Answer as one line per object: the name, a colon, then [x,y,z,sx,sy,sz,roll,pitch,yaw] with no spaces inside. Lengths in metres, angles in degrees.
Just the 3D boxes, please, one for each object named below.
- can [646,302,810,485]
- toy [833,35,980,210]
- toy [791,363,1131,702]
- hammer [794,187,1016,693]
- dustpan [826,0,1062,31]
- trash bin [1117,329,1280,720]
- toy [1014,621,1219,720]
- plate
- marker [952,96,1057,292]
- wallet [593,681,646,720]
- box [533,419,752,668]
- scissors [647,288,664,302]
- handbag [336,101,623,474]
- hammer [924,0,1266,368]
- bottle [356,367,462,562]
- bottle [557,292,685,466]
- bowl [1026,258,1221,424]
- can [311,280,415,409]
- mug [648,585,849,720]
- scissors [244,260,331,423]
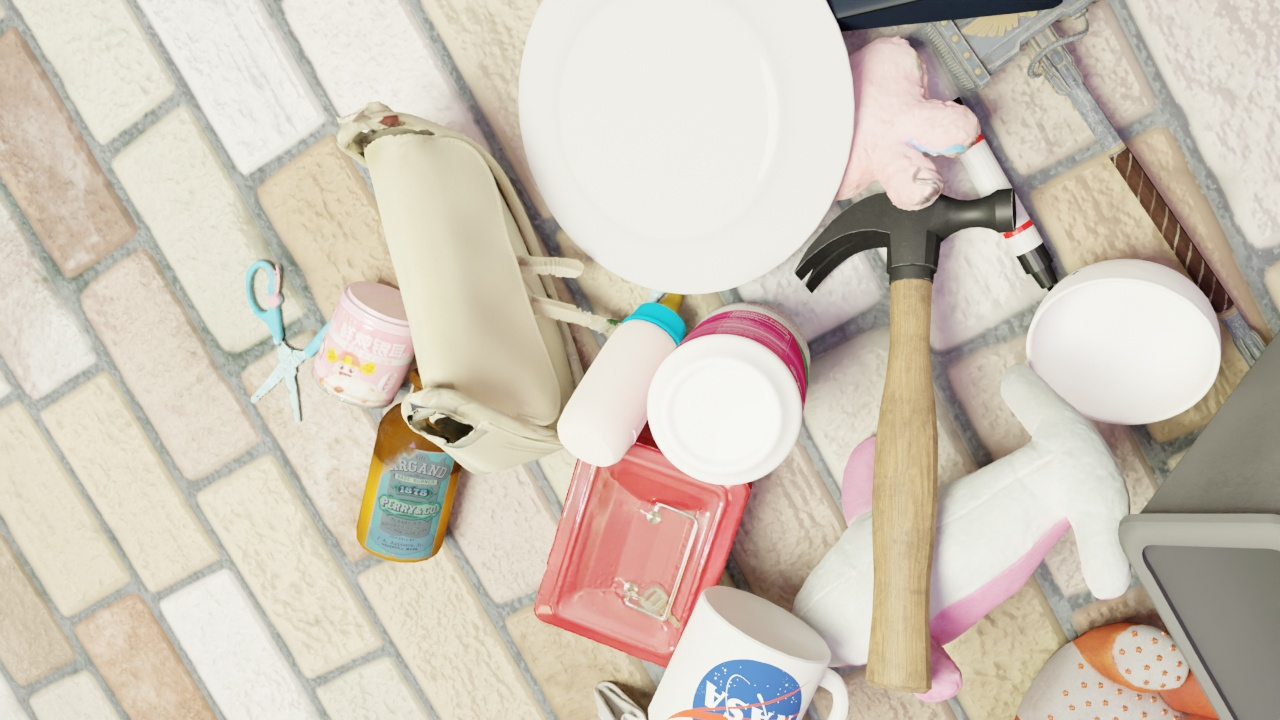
can: [0.062,0.014,0.586,0.088,0.165,0.088,3,102,12]
toy: [0.155,-0.143,0.578,0.105,0.053,0.108,40,103,32]
toy: [0.210,0.130,0.606,0.127,0.186,0.266,15,135,-28]
hammer: [0.158,0.042,0.564,0.132,0.040,0.305,-1,74,28]
dustpan: [0.199,-0.318,0.519,0.274,0.080,0.236,2,93,40]
trash bin: [0.389,0.098,0.496,0.219,0.098,0.192,-37,99,-27]
toy: [0.348,0.265,0.614,0.172,0.092,0.164,28,105,4]
plate: [0.018,-0.159,0.600,0.243,0.016,0.243,11,113,25]
marker: [0.235,-0.103,0.597,0.019,0.019,0.145,-30,94,17]
wallet: [-0.002,0.314,0.718,0.032,0.086,0.116,-20,104,-20]
box: [0.004,0.129,0.666,0.129,0.086,0.158,20,105,9]
scissors: [0.041,-0.113,0.645,0.076,0.017,0.174,28,110,2]
handbag: [-0.099,-0.047,0.612,0.132,0.184,0.229,-19,81,13]
hammer: [0.311,-0.110,0.571,0.099,0.044,0.322,-35,95,17]
bottle: [-0.170,0.071,0.703,0.068,0.067,0.157,19,105,8]
bottle: [-0.004,0.004,0.627,0.051,0.145,0.051,21,147,15]
bowl: [0.302,-0.016,0.573,0.105,0.054,0.105,18,128,24]
can: [-0.204,-0.013,0.693,0.067,0.067,0.076,30,108,5]
mug: [0.078,0.216,0.603,0.121,0.091,0.090,23,96,-5]
scissors: [-0.271,-0.015,0.739,0.126,0.015,0.136,-2,107,14]
